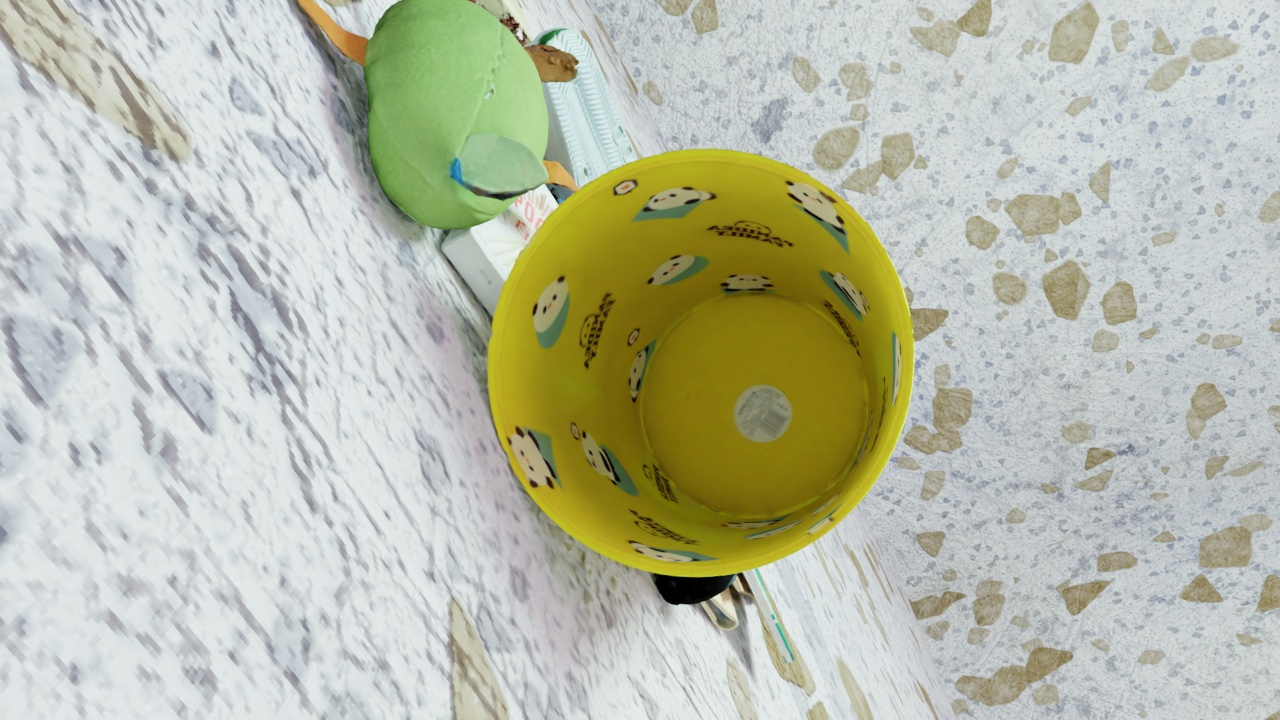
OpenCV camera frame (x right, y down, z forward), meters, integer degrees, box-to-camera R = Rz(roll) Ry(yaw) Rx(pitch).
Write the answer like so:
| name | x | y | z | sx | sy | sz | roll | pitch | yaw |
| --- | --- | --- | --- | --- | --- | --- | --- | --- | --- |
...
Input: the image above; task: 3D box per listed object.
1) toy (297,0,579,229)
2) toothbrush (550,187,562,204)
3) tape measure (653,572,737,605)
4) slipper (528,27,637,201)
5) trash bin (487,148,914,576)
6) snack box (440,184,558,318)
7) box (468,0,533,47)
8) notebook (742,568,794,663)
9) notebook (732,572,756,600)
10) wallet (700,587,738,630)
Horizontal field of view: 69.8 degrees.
| name | x | y | z | sx | sy | sz | roll | pitch | yaw |
| --- | --- | --- | --- | --- | --- | --- | --- | --- | --- |
| toy | -0.114 | -0.165 | 0.579 | 0.227 | 0.090 | 0.246 | 28 | 35 | -23 |
| toothbrush | -0.042 | -0.094 | 0.911 | 0.189 | 0.016 | 0.014 | 60 | 7 | -34 |
| tape measure | 0.038 | 0.144 | 0.653 | 0.039 | 0.058 | 0.057 | 65 | 14 | -9 |
| slipper | -0.068 | -0.210 | 0.891 | 0.103 | 0.074 | 0.246 | -59 | 151 | -26 |
| trash bin | 0.055 | 0.016 | 0.603 | 0.229 | 0.230 | 0.255 | 66 | 9 | 14 |
| snack box | -0.084 | -0.081 | 0.636 | 0.085 | 0.027 | 0.156 | 55 | 22 | -23 |
| box | -0.160 | -0.349 | 0.824 | 0.168 | 0.077 | 0.091 | 46 | 20 | -53 |
| notebook | 0.086 | 0.158 | 0.841 | 0.209 | 0.012 | 0.150 | -105 | 171 | -70 |
| notebook | 0.071 | 0.147 | 0.842 | 0.208 | 0.008 | 0.147 | 56 | 10 | -70 |
| wallet | 0.047 | 0.154 | 0.756 | 0.087 | 0.024 | 0.115 | 52 | 17 | -39 |
